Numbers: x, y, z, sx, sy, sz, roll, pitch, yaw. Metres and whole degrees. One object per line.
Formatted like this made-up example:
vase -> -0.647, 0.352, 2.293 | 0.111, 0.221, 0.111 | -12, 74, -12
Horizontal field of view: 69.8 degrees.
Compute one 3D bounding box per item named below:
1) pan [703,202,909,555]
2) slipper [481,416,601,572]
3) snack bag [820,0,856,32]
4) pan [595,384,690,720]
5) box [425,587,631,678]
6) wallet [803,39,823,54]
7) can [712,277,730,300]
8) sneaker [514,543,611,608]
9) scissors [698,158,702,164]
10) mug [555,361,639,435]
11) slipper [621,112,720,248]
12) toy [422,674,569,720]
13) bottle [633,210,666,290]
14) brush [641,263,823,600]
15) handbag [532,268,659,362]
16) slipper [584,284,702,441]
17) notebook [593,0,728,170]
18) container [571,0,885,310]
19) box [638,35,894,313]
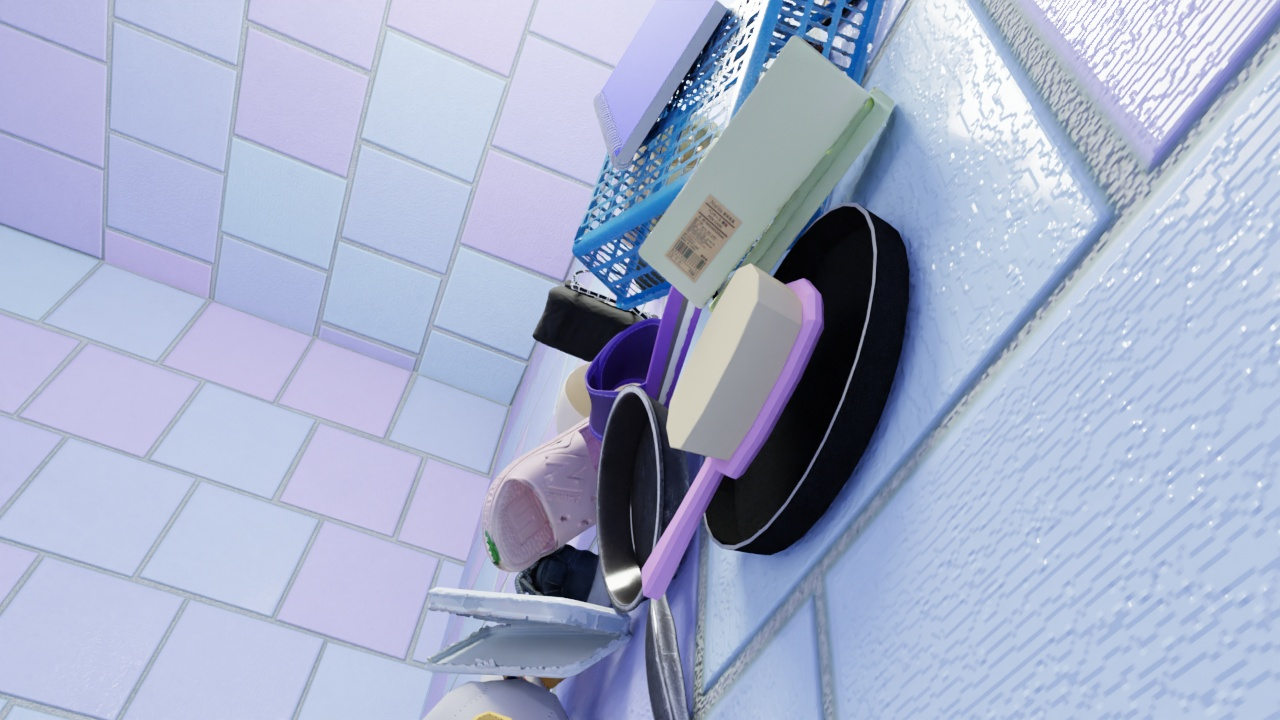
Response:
pan -> 0.083, 0.017, 0.637 | 0.357, 0.034, 0.225 | 159, 131, -77
slipper -> -0.062, 0.118, 0.918 | 0.065, 0.094, 0.238 | -8, 21, 43
snack bag -> 0.200, -0.355, 0.804 | 0.155, 0.018, 0.074 | 150, 140, -75
pan -> 0.010, 0.156, 0.698 | 0.356, 0.055, 0.188 | -113, 32, -57
box -> -0.105, 0.227, 0.828 | 0.216, 0.083, 0.122 | -15, 4, 38
wallet -> 0.144, -0.249, 0.893 | 0.072, 0.019, 0.123 | -88, 20, -70
can -> 0.083, -0.047, 0.776 | 0.095, 0.032, 0.032 | -105, 36, -73
sneaker -> -0.090, 0.237, 0.981 | 0.236, 0.087, 0.089 | 137, 151, -68
scissors -> 0.079, -0.235, 1.066 | 0.171, 0.025, 0.160 | -52, 22, -22
mug -> -0.043, 0.063, 1.091 | 0.119, 0.096, 0.100 | -30, -26, -34
slipper -> 0.039, -0.210, 1.197 | 0.262, 0.111, 0.079 | 118, 147, -57
toy -> -0.133, 0.350, 0.824 | 0.246, 0.141, 0.268 | -45, 5, -16
bottle -> 0.046, -0.140, 1.055 | 0.207, 0.071, 0.071 | 136, 153, -69
brush -> 0.040, 0.049, 0.571 | 0.089, 0.043, 0.229 | -98, 32, -69
handbag -> -0.044, -0.058, 1.149 | 0.125, 0.153, 0.115 | -90, 19, -76
slipper -> -0.005, 0.005, 0.859 | 0.267, 0.084, 0.107 | 106, -176, -49
notebook -> 0.011, -0.295, 0.911 | 0.172, 0.022, 0.208 | -54, 23, 22
container -> 0.056, -0.203, 0.862 | 0.363, 0.089, 0.256 | -14, 55, 63
box -> 0.095, -0.122, 0.649 | 0.188, 0.091, 0.083 | -51, -16, 27
